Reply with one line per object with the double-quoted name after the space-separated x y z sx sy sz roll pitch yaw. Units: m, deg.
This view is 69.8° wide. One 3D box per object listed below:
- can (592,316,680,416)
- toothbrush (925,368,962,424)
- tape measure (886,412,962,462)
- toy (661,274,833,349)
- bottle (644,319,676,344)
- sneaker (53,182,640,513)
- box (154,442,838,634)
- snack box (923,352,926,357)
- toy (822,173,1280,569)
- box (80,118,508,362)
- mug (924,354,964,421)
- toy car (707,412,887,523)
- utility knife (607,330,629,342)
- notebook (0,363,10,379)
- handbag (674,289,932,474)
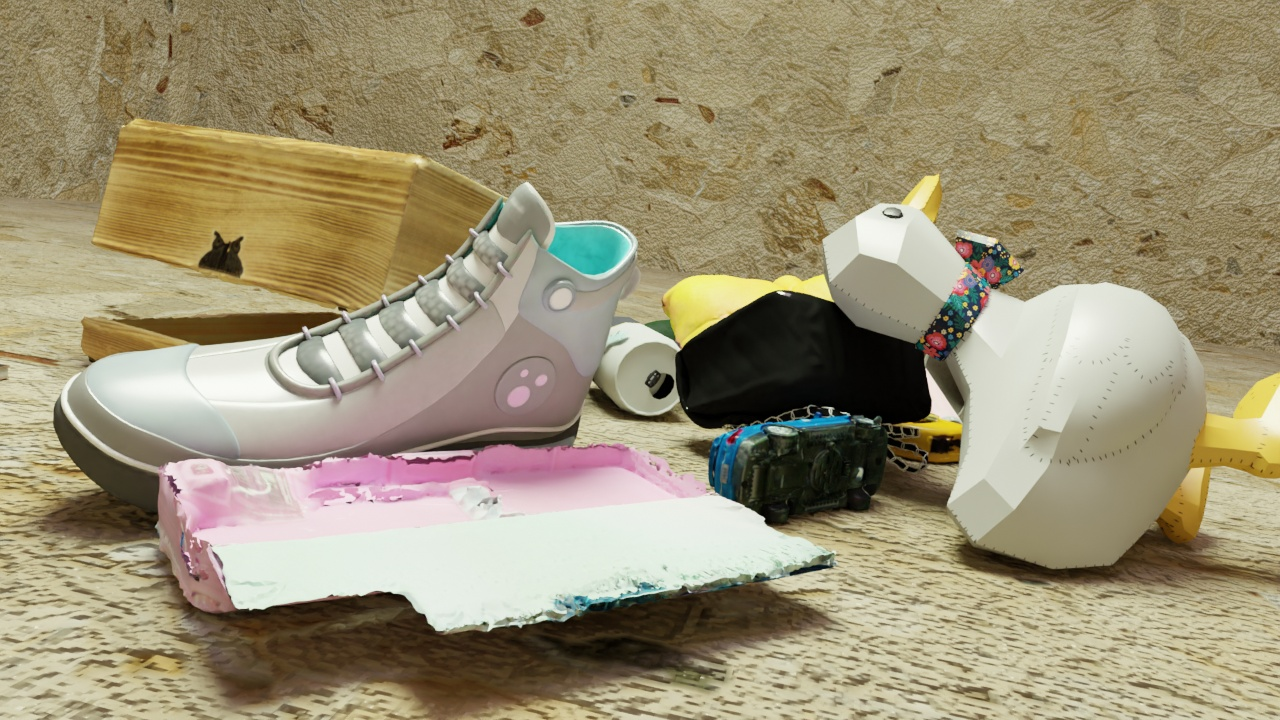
-0.004 0.004 0.726 0.064 0.064 0.127 4 9 -16 "can"
0.230 -0.002 0.805 0.026 0.027 0.222 10 31 -13 "toothbrush"
0.207 0.055 0.687 0.058 0.030 0.068 3 9 -36 "tape measure"
0.123 -0.019 0.748 0.193 0.134 0.088 -5 -29 -16 "toy"
0.015 -0.013 0.890 0.173 0.055 0.055 -2 13 -39 "bottle"
-0.116 -0.015 0.427 0.256 0.161 0.093 2 36 -42 "sneaker"
-0.052 0.071 0.364 0.230 0.035 0.159 1 12 -37 "box"
0.262 0.006 0.937 0.236 0.060 0.113 3 12 -25 "snack box"
0.219 0.010 0.525 0.267 0.141 0.245 25 50 4 "toy"
-0.203 -0.046 0.669 0.280 0.176 0.247 11 0 28 "box"
0.291 0.025 0.814 0.070 0.084 0.113 7 -23 -13 "mug"
0.089 0.055 0.510 0.120 0.056 0.044 -1 11 -35 "toy car"
-0.062 -0.009 0.744 0.169 0.015 0.022 -13 33 47 "utility knife"
-0.510 0.002 0.524 0.209 0.008 0.141 8 9 7 "notebook"
0.109 0.029 0.620 0.153 0.114 0.125 7 -19 -41 "handbag"
